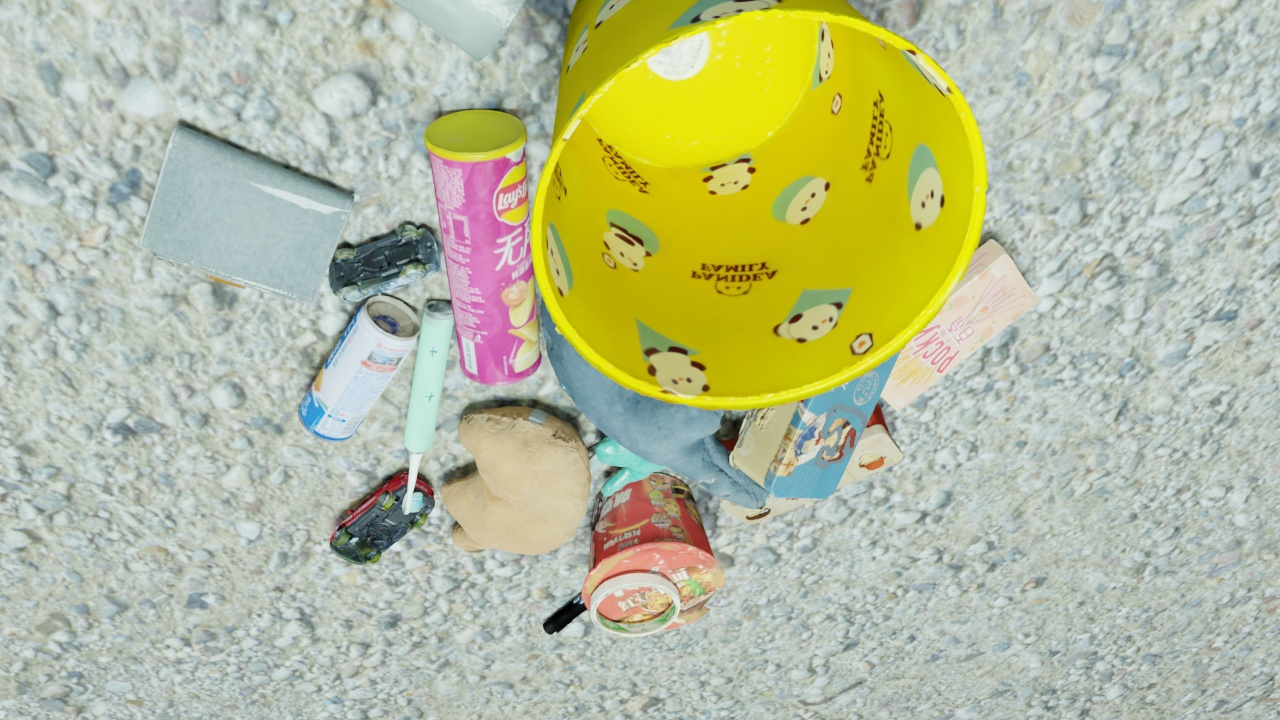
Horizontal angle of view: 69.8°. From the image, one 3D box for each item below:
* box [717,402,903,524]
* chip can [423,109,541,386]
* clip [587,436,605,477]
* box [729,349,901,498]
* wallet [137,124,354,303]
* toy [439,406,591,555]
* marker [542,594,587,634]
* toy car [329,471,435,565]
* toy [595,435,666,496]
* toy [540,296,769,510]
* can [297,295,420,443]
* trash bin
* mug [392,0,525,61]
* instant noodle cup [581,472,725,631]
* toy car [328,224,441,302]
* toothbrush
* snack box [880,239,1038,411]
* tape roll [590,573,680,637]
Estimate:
[{"bbox_3d":[0.151,0.084,0.874,0.169,0.076,0.091,-26,147,17],"label":"box"},{"bbox_3d":[-0.116,-0.080,0.706,0.071,0.071,0.211,-3,131,-4],"label":"chip can"},{"bbox_3d":[-0.040,0.092,0.892,0.057,0.029,0.024,-35,130,14],"label":"clip"},{"bbox_3d":[0.145,0.021,0.734,0.089,0.059,0.184,6,113,-41],"label":"box"},{"bbox_3d":[-0.295,-0.103,0.688,0.129,0.037,0.107,21,114,-23],"label":"wallet"},{"bbox_3d":[-0.122,0.139,0.886,0.143,0.082,0.227,26,128,3],"label":"toy"},{"bbox_3d":[-0.062,0.274,1.041,0.022,0.020,0.132,34,119,-27],"label":"marker"},{"bbox_3d":[-0.253,0.155,0.902,0.121,0.045,0.053,-39,123,16],"label":"toy car"},{"bbox_3d":[-0.010,0.094,0.879,0.096,0.030,0.092,-38,139,12],"label":"toy"},{"bbox_3d":[-0.005,0.004,0.760,0.138,0.091,0.356,-11,124,35],"label":"toy"},{"bbox_3d":[-0.238,0.008,0.776,0.053,0.053,0.135,26,122,-25],"label":"can"},{"bbox_3d":[0.049,-0.139,0.555,0.229,0.254,0.230,-3,130,-4],"label":"trash bin"},{"bbox_3d":[-0.111,-0.264,0.556,0.103,0.084,0.124,28,94,-26],"label":"mug"},{"bbox_3d":[0.006,0.187,0.918,0.138,0.108,0.138,-4,130,-4],"label":"instant noodle cup"},{"bbox_3d":[-0.200,-0.074,0.721,0.090,0.043,0.034,-19,163,3],"label":"toy car"},{"bbox_3d":[-0.193,0.049,0.812,0.027,0.026,0.225,-2,123,-31],"label":"toothbrush"},{"bbox_3d":[0.263,-0.028,0.801,0.157,0.026,0.084,-42,133,15],"label":"snack box"},{"bbox_3d":[-0.005,0.234,0.875,0.086,0.013,0.086,-3,130,-4],"label":"tape roll"}]
